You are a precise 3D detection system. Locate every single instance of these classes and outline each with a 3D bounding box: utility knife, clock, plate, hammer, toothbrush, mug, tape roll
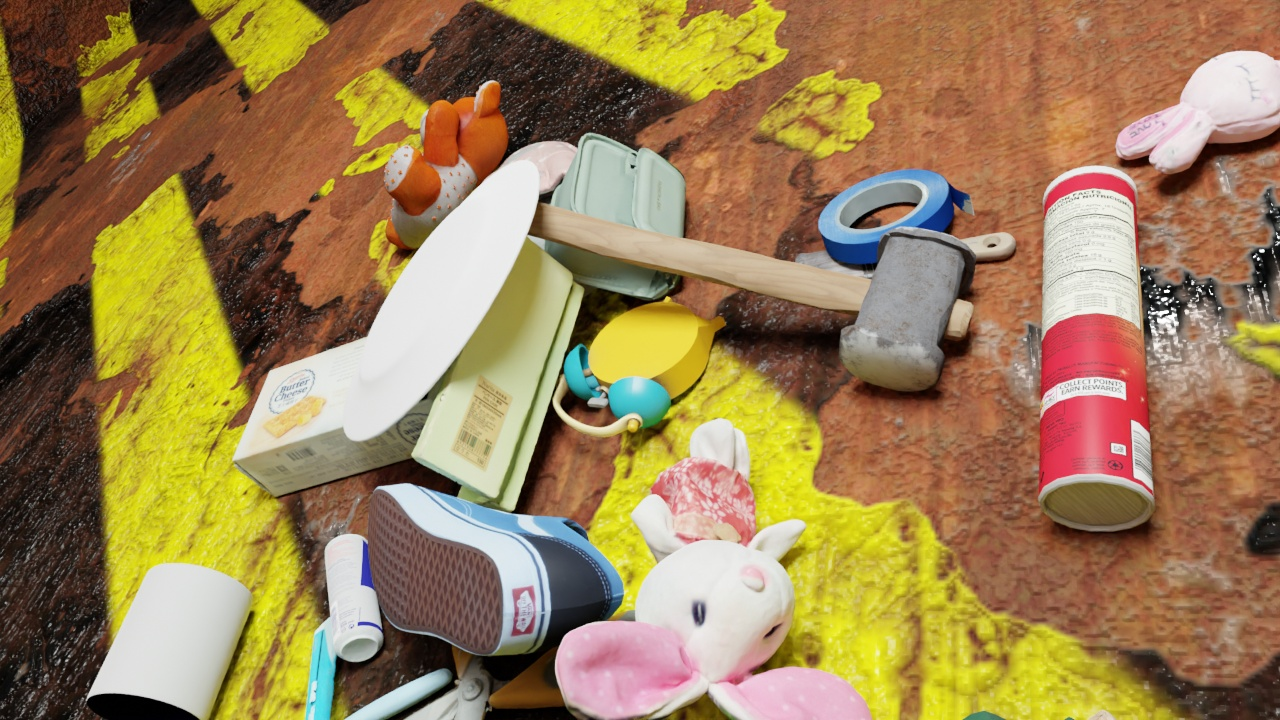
[{"bbox_3d":[-0.204,0.225,0.584,0.022,0.015,0.161,-38,30,7],"label":"utility knife"},{"bbox_3d":[-0.004,0.004,0.660,0.129,0.044,0.099,-43,40,-19],"label":"clock"},{"bbox_3d":[-0.156,-0.051,0.678,0.243,0.016,0.242,-39,31,30],"label":"plate"},{"bbox_3d":[0.051,-0.064,0.611,0.329,0.052,0.097,16,61,22],"label":"hammer"},{"bbox_3d":[-0.186,0.232,0.587,0.155,0.016,0.022,-28,3,10],"label":"toothbrush"},{"bbox_3d":[-0.347,0.217,0.674,0.112,0.078,0.096,-41,31,40],"label":"mug"},{"bbox_3d":[0.171,-0.102,0.642,0.093,0.016,0.091,-28,31,-1],"label":"tape roll"}]

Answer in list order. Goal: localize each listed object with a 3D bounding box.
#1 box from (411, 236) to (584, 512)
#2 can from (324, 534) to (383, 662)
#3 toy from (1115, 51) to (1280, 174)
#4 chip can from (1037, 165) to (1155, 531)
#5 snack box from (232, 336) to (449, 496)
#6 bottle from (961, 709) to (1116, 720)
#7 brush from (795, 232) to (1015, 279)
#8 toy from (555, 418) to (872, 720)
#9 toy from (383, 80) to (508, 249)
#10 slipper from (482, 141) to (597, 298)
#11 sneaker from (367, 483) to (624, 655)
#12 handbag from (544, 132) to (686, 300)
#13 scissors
[{"bbox_3d":[-0.091,0.014,0.652,0.066,0.128,0.187,9,61,13],"label":"box"},{"bbox_3d":[-0.203,0.166,0.647,0.032,0.032,0.095,-34,40,3],"label":"can"},{"bbox_3d":[0.351,-0.154,0.561,0.110,0.047,0.063,-34,32,7],"label":"toy"},{"bbox_3d":[0.244,-0.014,0.497,0.052,0.052,0.214,-5,49,31],"label":"chip can"},{"bbox_3d":[-0.234,0.036,0.774,0.208,0.057,0.104,-16,44,21],"label":"snack box"},{"bbox_3d":[0.139,0.185,0.372,0.131,0.061,0.061,-33,43,3],"label":"bottle"},{"bbox_3d":[0.176,-0.069,0.627,0.151,0.012,0.038,-6,48,29],"label":"brush"},{"bbox_3d":[0.040,0.115,0.485,0.193,0.159,0.084,-82,13,-50],"label":"toy"},{"bbox_3d":[-0.199,-0.201,0.931,0.093,0.164,0.172,31,66,1],"label":"toy"},{"bbox_3d":[-0.091,-0.144,0.847,0.114,0.054,0.274,-32,40,4],"label":"slipper"},{"bbox_3d":[-0.094,0.126,0.565,0.242,0.098,0.083,3,90,55],"label":"sneaker"},{"bbox_3d":[-0.015,-0.119,0.739,0.121,0.106,0.067,-86,20,-43],"label":"handbag"},{"bbox_3d":[-0.084,0.177,0.549,0.225,0.016,0.229,-26,33,5],"label":"scissors"}]
